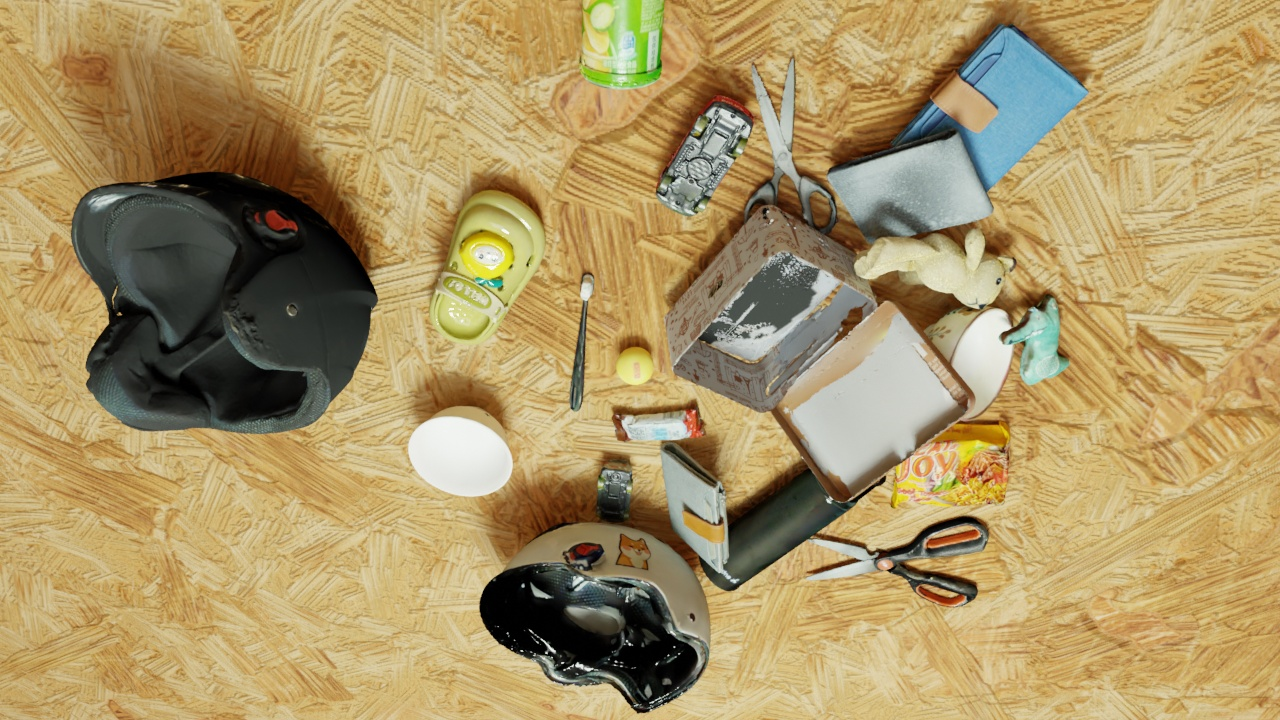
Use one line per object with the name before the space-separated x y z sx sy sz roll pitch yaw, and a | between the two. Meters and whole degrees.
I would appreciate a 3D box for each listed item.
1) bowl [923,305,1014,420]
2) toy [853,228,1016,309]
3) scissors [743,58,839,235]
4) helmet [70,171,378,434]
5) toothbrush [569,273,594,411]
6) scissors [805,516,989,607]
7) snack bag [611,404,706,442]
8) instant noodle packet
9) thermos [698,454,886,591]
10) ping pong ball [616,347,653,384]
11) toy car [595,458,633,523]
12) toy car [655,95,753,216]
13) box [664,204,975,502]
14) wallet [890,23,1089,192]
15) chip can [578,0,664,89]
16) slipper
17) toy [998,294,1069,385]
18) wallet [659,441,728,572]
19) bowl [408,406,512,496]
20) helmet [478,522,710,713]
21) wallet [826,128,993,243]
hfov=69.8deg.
bowl | 0.310 -0.002 0.903 0.062 0.113 0.113 21 141 47
toy | 0.270 -0.085 0.845 0.157 0.066 0.105 7 155 -22
scissors | 0.129 -0.181 0.841 0.163 0.014 0.166 33 123 -16
helmet | -0.383 -0.061 0.865 0.234 0.229 0.275 -20 113 28
toothbrush | -0.064 -0.013 0.987 0.015 0.018 0.181 7 128 -1
scissors | 0.322 0.252 1.122 0.221 0.021 0.225 -35 115 27
snack bag | 0.020 0.074 1.031 0.105 0.026 0.045 -5 134 12
instant noodle packet | 0.339 0.117 1.010 0.128 0.044 0.111 -2 121 9
thermos | 0.165 0.172 1.065 0.090 0.068 0.243 47 119 2
ping pong ball | -0.006 0.006 0.976 0.040 0.040 0.040 4 126 5
toy car | -0.030 0.157 1.092 0.042 0.035 0.091 8 127 3
toy car | 0.058 -0.184 0.829 0.053 0.045 0.121 28 130 -10
box | 0.166 -0.005 0.887 0.272 0.130 0.180 40 123 -3
wallet | 0.297 -0.209 0.786 0.106 0.040 0.133 29 124 -18
chip can | -0.012 -0.326 0.719 0.072 0.072 0.222 6 126 3
slipper | -0.159 -0.076 0.915 0.091 0.081 0.191 23 128 -12
toy | 0.389 -0.018 0.903 0.096 0.030 0.092 -20 116 -23
wallet | 0.061 0.171 1.054 0.037 0.106 0.130 -25 127 -23
bowl | -0.198 0.091 1.048 0.118 0.064 0.118 4 125 5
helmet | -0.039 0.285 1.112 0.274 0.156 0.231 18 129 7
wallet | 0.239 -0.152 0.818 0.121 0.019 0.097 -12 136 36
